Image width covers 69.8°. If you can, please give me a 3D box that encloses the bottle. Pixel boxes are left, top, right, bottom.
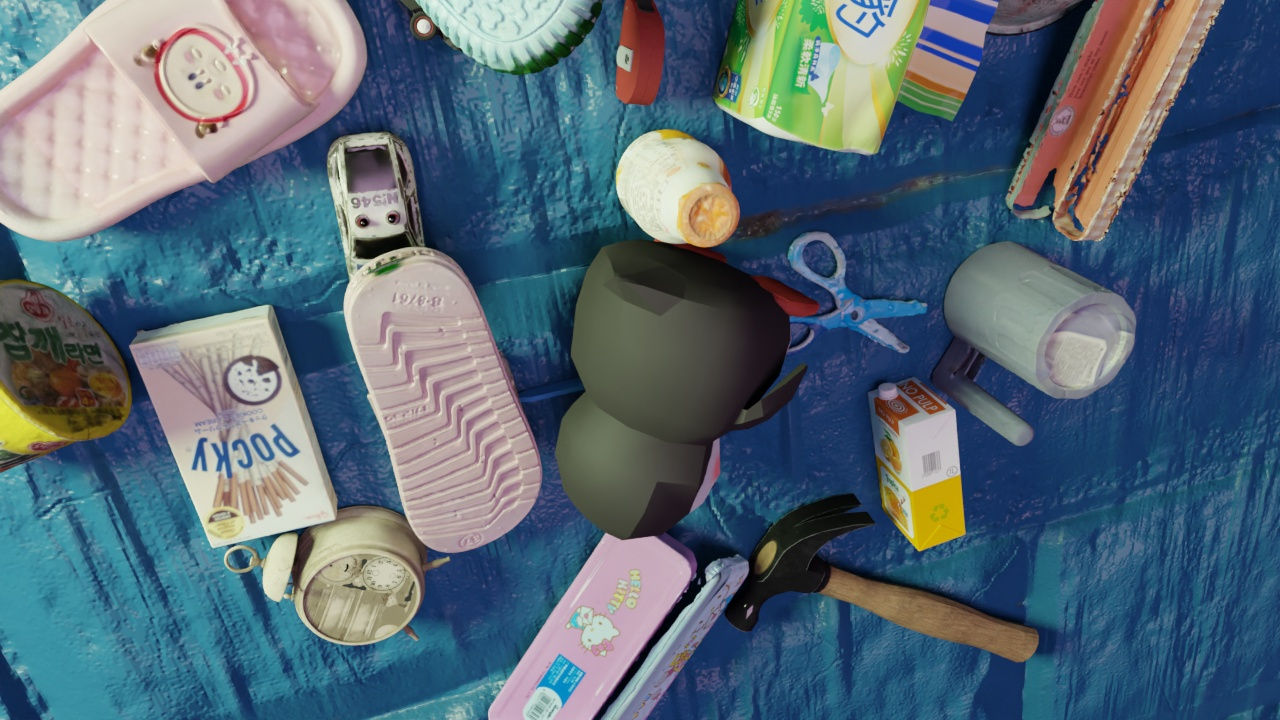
[{"bbox_3d":[0.025,-0.099,0.545,0.063,0.108,0.063,-6,115,-13],"label":"bottle"}]

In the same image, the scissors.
[{"bbox_3d":[0.144,-0.027,0.667,0.140,0.013,0.113,31,102,-27],"label":"scissors"}]

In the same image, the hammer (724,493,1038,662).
[{"bbox_3d":[0.229,0.205,0.784,0.305,0.040,0.132,22,110,-24],"label":"hammer"}]

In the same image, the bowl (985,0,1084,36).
[{"bbox_3d":[0.249,-0.281,0.562,0.157,0.038,0.158,-6,115,-13],"label":"bowl"}]

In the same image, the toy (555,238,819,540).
[{"bbox_3d":[0.003,0.026,0.563,0.139,0.159,0.184,-6,121,-54],"label":"toy"}]

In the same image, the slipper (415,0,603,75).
[{"bbox_3d":[-0.112,-0.261,0.443,0.116,0.069,0.276,-35,95,15],"label":"slipper"}]

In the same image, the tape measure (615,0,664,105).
[{"bbox_3d":[-0.001,-0.180,0.533,0.019,0.051,0.059,1,114,-16],"label":"tape measure"}]

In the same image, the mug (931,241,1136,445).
[{"bbox_3d":[0.271,-0.012,0.655,0.083,0.104,0.124,21,106,-24],"label":"mug"}]

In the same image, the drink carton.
[{"bbox_3d":[0.212,0.076,0.704,0.040,0.058,0.123,-18,117,-7],"label":"drink carton"}]

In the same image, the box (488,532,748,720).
[{"bbox_3d":[-0.012,0.227,0.716,0.140,0.062,0.214,25,105,-27],"label":"box"}]

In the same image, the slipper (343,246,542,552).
[{"bbox_3d":[-0.125,0.025,0.588,0.094,0.064,0.240,-17,130,-11],"label":"slipper"}]

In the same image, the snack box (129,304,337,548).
[{"bbox_3d":[-0.253,0.044,0.583,0.082,0.026,0.150,-13,116,-10],"label":"snack box"}]

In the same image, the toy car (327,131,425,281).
[{"bbox_3d":[-0.154,-0.078,0.546,0.048,0.040,0.113,-9,117,-10],"label":"toy car"}]

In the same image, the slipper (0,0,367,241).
[{"bbox_3d":[-0.253,-0.139,0.483,0.221,0.055,0.107,-30,116,1],"label":"slipper"}]

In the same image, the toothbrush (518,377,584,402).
[{"bbox_3d":[-0.004,0.004,0.637,0.166,0.016,0.014,-13,114,-9],"label":"toothbrush"}]

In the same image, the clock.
[{"bbox_3d":[-0.209,0.148,0.626,0.140,0.054,0.093,16,109,-24],"label":"clock"}]

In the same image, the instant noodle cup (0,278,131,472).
[{"bbox_3d":[-0.364,0.022,0.509,0.108,0.102,0.102,-27,118,8],"label":"instant noodle cup"}]

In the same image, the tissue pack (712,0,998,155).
[{"bbox_3d":[0.142,-0.218,0.522,0.141,0.120,0.198,9,118,-16],"label":"tissue pack"}]

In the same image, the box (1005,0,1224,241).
[{"bbox_3d":[0.306,-0.166,0.598,0.076,0.054,0.187,18,127,11],"label":"box"}]

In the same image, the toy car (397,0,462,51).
[{"bbox_3d":[-0.127,-0.206,0.493,0.037,0.040,0.092,-46,115,7],"label":"toy car"}]
